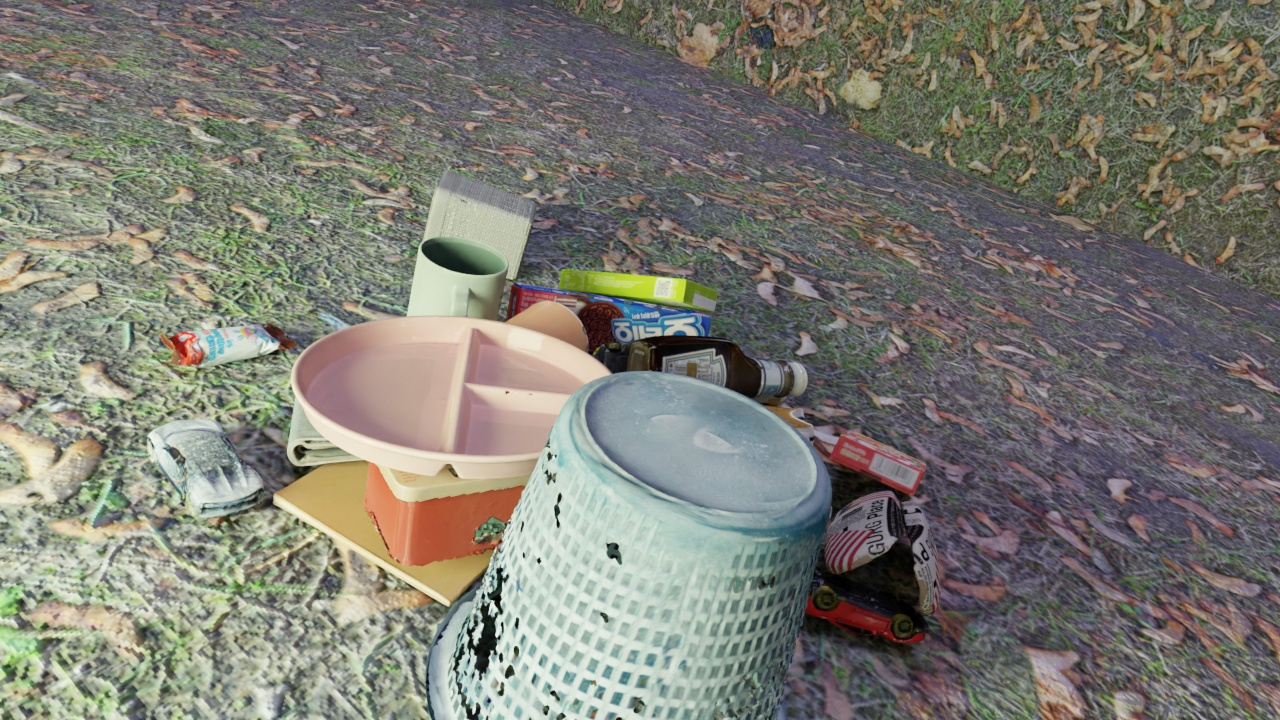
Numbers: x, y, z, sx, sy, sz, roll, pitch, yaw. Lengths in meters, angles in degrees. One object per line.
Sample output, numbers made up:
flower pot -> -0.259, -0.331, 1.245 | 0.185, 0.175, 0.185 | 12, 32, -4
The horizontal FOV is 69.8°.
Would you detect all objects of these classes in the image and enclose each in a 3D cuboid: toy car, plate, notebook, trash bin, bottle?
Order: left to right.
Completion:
toy car -> -0.299, 0.070, 0.629 | 0.105, 0.031, 0.048 | 35, 31, 33
notebook -> -0.145, 0.092, 0.699 | 0.149, 0.012, 0.210 | 26, 28, 15
plate -> -0.127, 0.022, 0.654 | 0.229, 0.028, 0.229 | 9, 23, -4
toy car -> -0.005, 0.005, 0.911 | 0.105, 0.048, 0.032 | -1, 4, -33
trash bin -> 0.005, 0.122, 0.522 | 0.226, 0.195, 0.226 | 13, 27, -7
bottle -> 0.079, 0.017, 0.898 | 0.194, 0.080, 0.044 | 2, 8, -31
toy car -> 0.160, 0.182, 0.676 | 0.106, 0.031, 0.049 | 19, 13, -5

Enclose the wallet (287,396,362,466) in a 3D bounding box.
wallet -> -0.216, 0.035, 0.715 | 0.106, 0.037, 0.129 | -3, 24, -16

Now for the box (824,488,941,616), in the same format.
box -> 0.188, 0.146, 0.723 | 0.087, 0.076, 0.162 | -7, 5, 16

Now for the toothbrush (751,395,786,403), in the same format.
toothbrush -> 0.071, 0.034, 0.928 | 0.191, 0.018, 0.016 | 1, 25, -28

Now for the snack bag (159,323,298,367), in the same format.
snack bag -> -0.345, -0.013, 0.768 | 0.045, 0.026, 0.105 | 31, 28, 33

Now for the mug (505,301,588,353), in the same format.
mug -> -0.108, -0.001, 0.819 | 0.078, 0.078, 0.122 | 25, 26, 16

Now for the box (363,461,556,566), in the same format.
box -> -0.103, 0.089, 0.645 | 0.168, 0.078, 0.091 | -4, 27, -32

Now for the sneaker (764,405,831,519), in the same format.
sneaker -> 0.099, 0.083, 0.775 | 0.118, 0.088, 0.241 | 5, 3, 1

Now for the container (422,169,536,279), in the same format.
container -> -0.186, -0.155, 1.066 | 0.114, 0.090, 0.090 | 15, 27, -10

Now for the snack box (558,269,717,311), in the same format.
snack box -> -0.003, -0.078, 1.011 | 0.157, 0.026, 0.085 | 8, 0, 30

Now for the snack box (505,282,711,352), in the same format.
snack box -> -0.032, -0.037, 0.947 | 0.207, 0.058, 0.057 | 8, 7, -18

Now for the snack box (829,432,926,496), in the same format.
snack box -> 0.218, 0.091, 0.831 | 0.075, 0.025, 0.152 | 25, 4, 18

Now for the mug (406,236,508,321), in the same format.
mug -> -0.169, -0.043, 0.836 | 0.082, 0.106, 0.111 | 10, 27, -16
